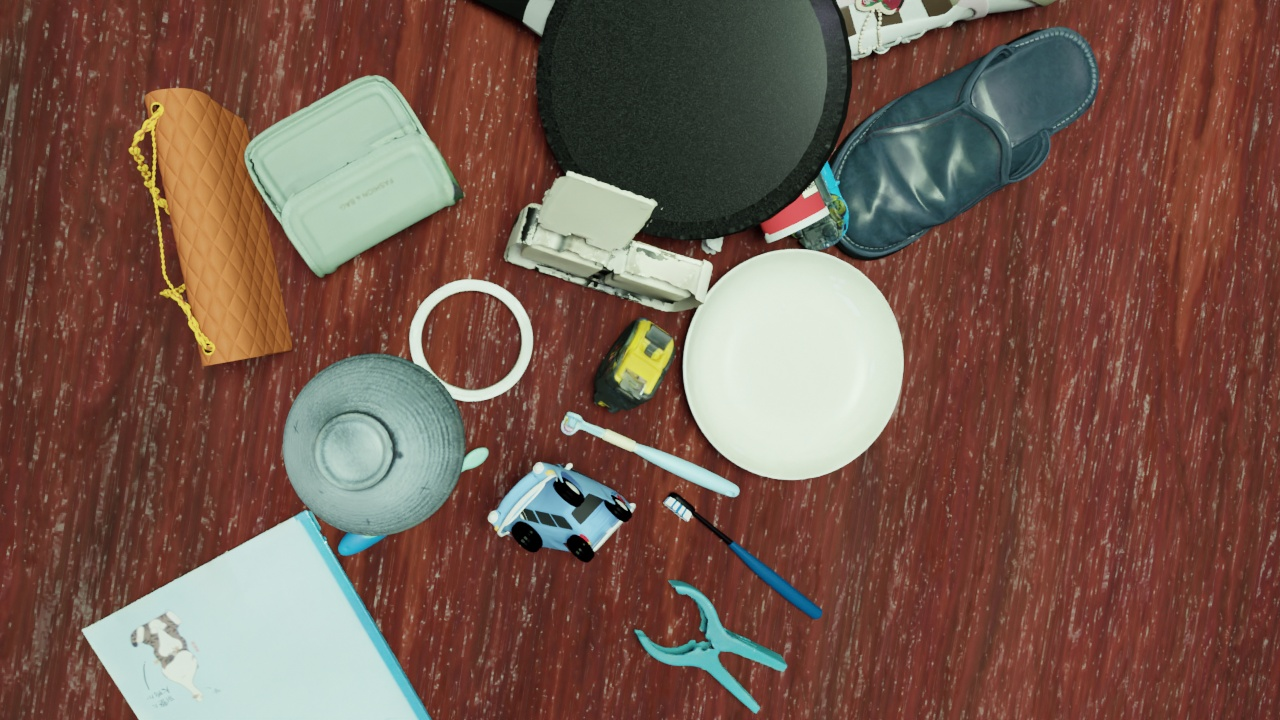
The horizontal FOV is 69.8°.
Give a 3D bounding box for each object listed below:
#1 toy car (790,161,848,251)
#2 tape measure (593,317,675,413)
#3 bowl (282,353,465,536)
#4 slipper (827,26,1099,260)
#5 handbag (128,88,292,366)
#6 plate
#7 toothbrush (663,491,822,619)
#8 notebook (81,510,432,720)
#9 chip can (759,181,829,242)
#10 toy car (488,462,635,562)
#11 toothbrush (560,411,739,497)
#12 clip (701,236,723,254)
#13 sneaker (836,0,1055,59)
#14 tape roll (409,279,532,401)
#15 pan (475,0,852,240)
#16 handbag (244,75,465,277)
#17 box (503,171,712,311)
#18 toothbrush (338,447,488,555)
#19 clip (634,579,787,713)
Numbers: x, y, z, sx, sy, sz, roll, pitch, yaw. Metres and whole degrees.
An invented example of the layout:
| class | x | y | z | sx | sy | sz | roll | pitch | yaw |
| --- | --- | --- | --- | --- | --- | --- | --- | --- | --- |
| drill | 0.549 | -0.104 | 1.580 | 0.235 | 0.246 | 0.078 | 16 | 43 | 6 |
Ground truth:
| class | x | y | z | sx | sy | sz | roll | pitch | yaw |
| --- | --- | --- | --- | --- | --- | --- | --- | --- | --- |
| toy car | 0.133 | -0.140 | 0.728 | 0.032 | 0.048 | 0.105 | -25 | 93 | -44 |
| tape measure | -0.004 | 0.004 | 0.697 | 0.042 | 0.072 | 0.072 | 31 | 65 | -8 |
| bowl | -0.199 | 0.063 | 0.661 | 0.137 | 0.057 | 0.137 | 0 | 90 | 0 |
| slipper | 0.263 | -0.180 | 0.728 | 0.265 | 0.083 | 0.109 | -33 | 99 | -2 |
| handbag | -0.294 | -0.084 | 0.622 | 0.060 | 0.109 | 0.172 | -11 | 95 | -10 |
| plate | 0.119 | 0.003 | 0.737 | 0.182 | 0.034 | 0.182 | 0 | 93 | -10 |
| toothbrush | 0.086 | 0.161 | 0.749 | 0.167 | 0.014 | 0.014 | 40 | 74 | -10 |
| notebook | -0.270 | 0.264 | 0.694 | 0.181 | 0.009 | 0.253 | -29 | 98 | -7 |
| chip can | 0.072 | -0.196 | 0.684 | 0.051 | 0.052 | 0.215 | -28 | 97 | -8 |
| toy car | -0.056 | 0.106 | 0.666 | 0.056 | 0.153 | 0.055 | -47 | 62 | 4 |
| toothbrush | 0.010 | 0.077 | 0.731 | 0.155 | 0.016 | 0.022 | 23 | 121 | -10 |
| clip | 0.052 | -0.139 | 0.715 | 0.059 | 0.052 | 0.102 | 15 | 89 | -23 |
| sneaker | 0.199 | -0.277 | 0.713 | 0.293 | 0.111 | 0.116 | -1 | 115 | -11 |
| tape roll | -0.129 | -0.015 | 0.703 | 0.093 | 0.013 | 0.093 | 0 | 93 | -10 |
| pan | -0.025 | -0.225 | 0.655 | 0.356 | 0.034 | 0.226 | 26 | 109 | 5 |
| handbag | -0.205 | -0.134 | 0.658 | 0.121 | 0.067 | 0.106 | -32 | 99 | -7 |
| box | -0.012 | -0.079 | 0.635 | 0.143 | 0.184 | 0.044 | 16 | 85 | -15 |
| toothbrush | -0.173 | 0.106 | 0.702 | 0.135 | 0.017 | 0.022 | -35 | 98 | -4 |
| clip | 0.044 | 0.244 | 0.741 | 0.120 | 0.030 | 0.130 | -38 | 97 | -11 |
